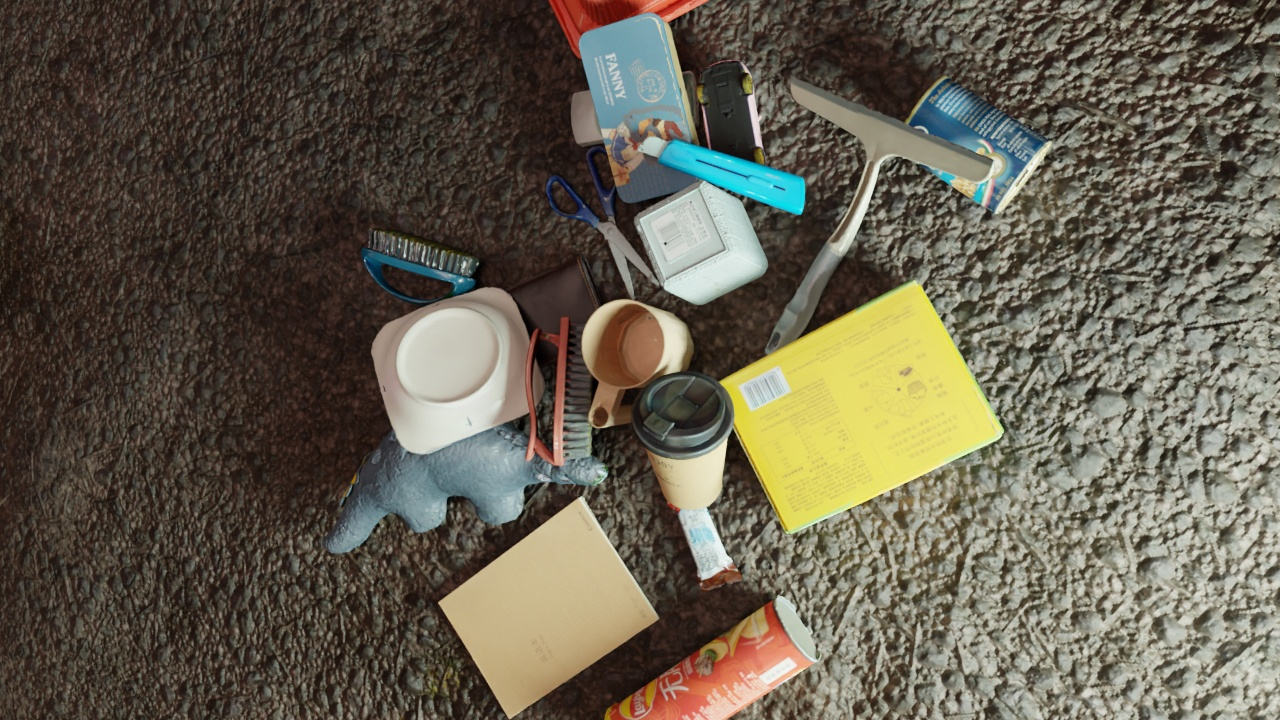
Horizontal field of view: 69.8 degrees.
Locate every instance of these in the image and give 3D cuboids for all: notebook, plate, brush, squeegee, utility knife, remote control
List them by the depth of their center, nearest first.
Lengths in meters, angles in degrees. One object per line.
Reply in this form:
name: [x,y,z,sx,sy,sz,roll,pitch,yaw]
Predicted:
squeegee: [0.182,-0.111,0.861,0.246,0.039,0.247,42,116,43]
utility knife: [0.078,-0.179,0.864,0.166,0.018,0.034,19,103,4]
brush: [-0.080,0.034,0.905,0.069,0.063,0.145,1,66,1]
plate: [-0.192,0.001,0.941,0.164,0.034,0.163,-22,65,-4]
remote control: [-0.007,-0.259,0.948,0.135,0.019,0.056,-4,88,18]
notebook: [-0.101,0.265,0.979,0.212,0.012,0.149,-38,78,16]
brush: [-0.247,-0.100,1.015,0.144,0.055,0.073,16,94,19]

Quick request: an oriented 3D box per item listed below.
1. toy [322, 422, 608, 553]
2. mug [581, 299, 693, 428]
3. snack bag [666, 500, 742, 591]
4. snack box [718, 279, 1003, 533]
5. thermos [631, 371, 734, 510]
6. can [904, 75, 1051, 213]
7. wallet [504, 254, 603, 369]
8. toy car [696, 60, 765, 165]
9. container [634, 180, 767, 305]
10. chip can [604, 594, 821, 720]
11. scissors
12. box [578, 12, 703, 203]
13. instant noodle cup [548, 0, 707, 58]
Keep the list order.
toy: [-0.202,0.116,0.976,0.357,0.091,0.138,-14,87,20]
mug: [-0.005,0.005,0.899,0.084,0.103,0.124,19,95,19]
snack bag: [0.062,0.176,0.912,0.045,0.026,0.105,-23,82,9]
snack box: [0.197,0.045,0.842,0.210,0.070,0.157,-29,79,17]
thermos: [0.042,0.079,0.856,0.093,0.143,0.092,-4,51,4]
can: [0.293,-0.189,0.810,0.111,0.075,0.075,39,101,16]
wallet: [-0.097,-0.046,0.980,0.122,0.020,0.096,-23,81,20]
toy car: [0.091,-0.233,0.907,0.056,0.037,0.122,-7,99,22]
container: [0.057,-0.112,0.875,0.090,0.111,0.090,-25,80,17]
chip can: [0.066,0.313,0.883,0.217,0.073,0.073,-39,77,16]
scissors: [-0.043,-0.141,0.965,0.147,0.012,0.169,2,89,19]
box: [0.003,-0.250,0.897,0.090,0.059,0.184,-14,105,16]
instant noodle cup: [-0.015,-0.413,0.917,0.189,0.079,0.164,-28,83,5]
